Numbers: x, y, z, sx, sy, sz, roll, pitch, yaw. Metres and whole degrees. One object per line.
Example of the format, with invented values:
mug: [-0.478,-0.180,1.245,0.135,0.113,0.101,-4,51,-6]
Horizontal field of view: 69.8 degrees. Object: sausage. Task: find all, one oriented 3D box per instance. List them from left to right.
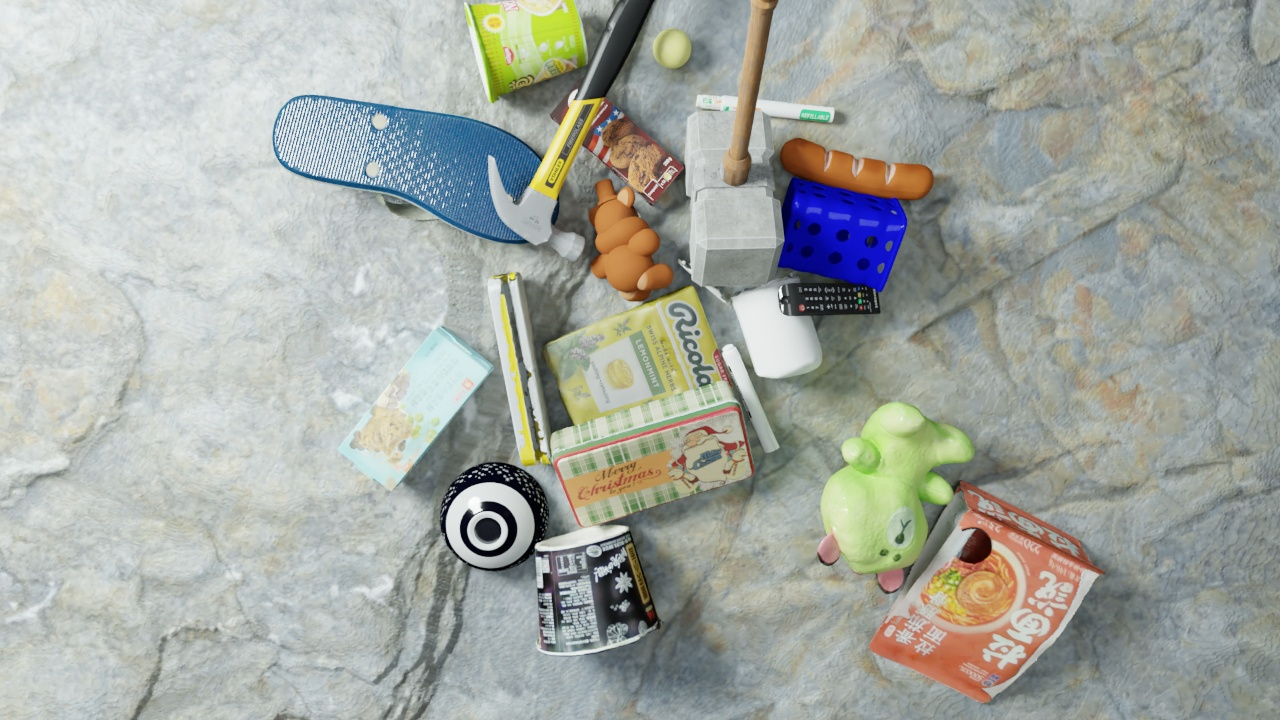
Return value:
sausage: [0.228,-0.200,0.973,0.164,0.039,0.045,12,130,-2]

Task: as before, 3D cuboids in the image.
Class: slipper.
slipper: [-0.227,-0.203,0.956,0.294,0.060,0.118,13,94,-12]

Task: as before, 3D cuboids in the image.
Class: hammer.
hammer: [-0.048,-0.267,0.915,0.127,0.029,0.324,24,99,-25]
hammer: [0.092,-0.213,0.815,0.083,0.318,0.162,-1,65,-1]

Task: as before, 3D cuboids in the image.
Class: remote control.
remote control: [0.203,-0.064,0.961,0.146,0.015,0.033,-3,85,-35]

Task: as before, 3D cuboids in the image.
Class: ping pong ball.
ping pong ball: [0.033,-0.325,0.955,0.040,0.040,0.040,0,97,-1]

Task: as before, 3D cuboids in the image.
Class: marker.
marker: [0.120,0.041,0.999,0.017,0.020,0.133,-35,111,-29]
marker: [0.132,-0.268,0.976,0.145,0.017,0.017,5,97,-2]

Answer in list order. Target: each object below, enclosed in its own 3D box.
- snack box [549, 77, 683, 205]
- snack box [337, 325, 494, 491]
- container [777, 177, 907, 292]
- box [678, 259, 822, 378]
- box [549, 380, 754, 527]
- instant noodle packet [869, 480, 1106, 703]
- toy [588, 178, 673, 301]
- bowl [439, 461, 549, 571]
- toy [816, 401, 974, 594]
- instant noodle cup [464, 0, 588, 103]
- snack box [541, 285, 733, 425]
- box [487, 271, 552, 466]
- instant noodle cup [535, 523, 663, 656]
snack box: [-0.025,-0.230,0.970,0.141,0.031,0.051,40,94,-5]
snack box: [-0.240,0.051,0.990,0.075,0.053,0.175,39,96,-6]
container: [0.203,-0.133,0.952,0.113,0.085,0.085,13,120,-1]
box: [0.115,-0.051,0.972,0.126,0.084,0.156,-15,95,7]
box: [0.014,0.103,0.980,0.205,0.051,0.118,-15,125,1]
instant noodle packet: [0.379,0.271,1.034,0.164,0.083,0.221,26,107,-5]
toy: [-0.016,-0.128,0.972,0.095,0.065,0.127,-24,79,42]
bowl: [-0.162,0.176,0.999,0.120,0.066,0.120,0,97,-1]
toy: [0.263,0.140,0.991,0.150,0.107,0.197,24,106,-27]
instant noodle cup: [-0.114,-0.324,0.931,0.108,0.099,0.099,-16,97,-7]
snack box: [-0.006,0.006,0.992,0.181,0.045,0.121,-21,97,1]
box: [-0.123,0.009,0.980,0.037,0.064,0.210,-9,97,5]
instant noodle cup: [-0.052,0.240,0.981,0.137,0.137,0.112,-11,89,0]
